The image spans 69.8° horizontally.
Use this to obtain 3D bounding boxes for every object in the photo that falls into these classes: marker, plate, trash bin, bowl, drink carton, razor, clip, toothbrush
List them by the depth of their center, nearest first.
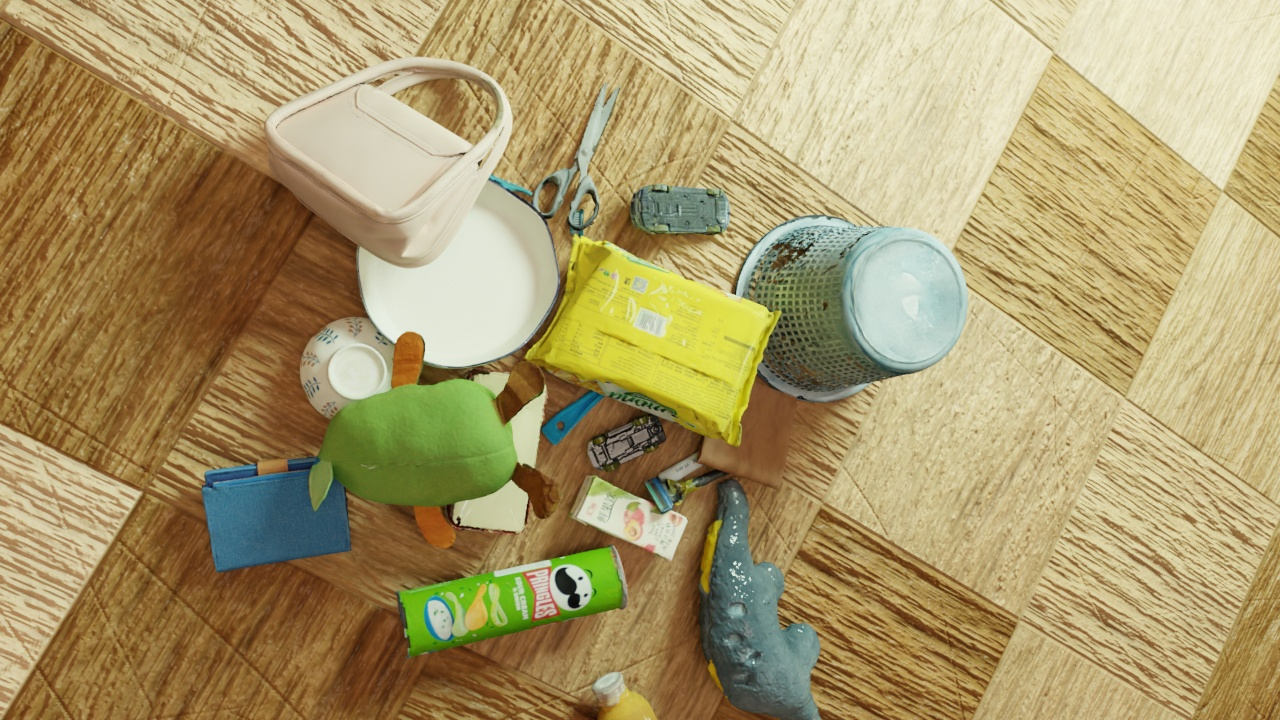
[{"bbox_3d":[-0.287,0.011,0.932,0.113,0.062,0.113,0,91,-18],"label":"bowl"},{"bbox_3d":[-0.188,-0.090,0.950,0.204,0.046,0.204,3,77,-14],"label":"plate"},{"bbox_3d":[-0.146,-0.185,0.996,0.056,0.014,0.041,27,83,-17],"label":"clip"},{"bbox_3d":[0.243,-0.062,1.019,0.226,0.195,0.226,0,90,-16],"label":"trash bin"},{"bbox_3d":[-0.072,-0.073,1.019,0.018,0.016,0.191,2,90,-7],"label":"toothbrush"},{"bbox_3d":[-0.015,0.175,1.023,0.122,0.046,0.053,27,78,-16],"label":"drink carton"},{"bbox_3d":[0.070,0.136,1.047,0.142,0.022,0.042,-18,64,-28],"label":"razor"},{"bbox_3d":[0.074,0.109,1.064,0.130,0.018,0.022,-28,73,-15],"label":"marker"}]

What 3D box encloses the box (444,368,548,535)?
[{"bbox_3d":[-0.149,0.095,0.965,0.091,0.079,0.168,9,89,-16],"label":"box"}]

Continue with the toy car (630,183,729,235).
[{"bbox_3d":[0.046,-0.170,1.042,0.120,0.037,0.054,-3,91,-27],"label":"toy car"}]

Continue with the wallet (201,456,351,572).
[{"bbox_3d":[-0.364,0.152,0.924,0.133,0.040,0.106,-7,101,-18],"label":"wallet"}]

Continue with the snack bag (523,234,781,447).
[{"bbox_3d":[0.018,-0.025,0.979,0.246,0.068,0.158,22,86,0],"label":"snack bag"}]

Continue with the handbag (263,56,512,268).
[{"bbox_3d":[-0.229,-0.221,0.915,0.193,0.093,0.233,33,64,14],"label":"handbag"}]

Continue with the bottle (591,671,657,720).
[{"bbox_3d":[0.000,0.437,1.020,0.068,0.068,0.189,-26,98,-15],"label":"bottle"}]

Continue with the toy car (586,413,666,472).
[{"bbox_3d":[-0.018,0.092,1.027,0.090,0.035,0.042,-24,96,-14],"label":"toy car"}]

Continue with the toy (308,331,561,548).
[{"bbox_3d":[-0.199,0.081,0.885,0.247,0.089,0.227,-4,103,9],"label":"toy"}]

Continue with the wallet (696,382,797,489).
[{"bbox_3d":[0.125,0.080,1.060,0.101,0.020,0.115,20,68,-8],"label":"wallet"}]

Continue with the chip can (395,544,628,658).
[{"bbox_3d":[-0.135,0.254,0.976,0.235,0.072,0.072,-9,93,-16],"label":"chip can"}]

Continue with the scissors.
[{"bbox_3d":[-0.069,-0.229,1.014,0.145,0.014,0.172,-16,83,-6],"label":"scissors"}]

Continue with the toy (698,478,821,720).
[{"bbox_3d":[0.134,0.320,1.055,0.137,0.092,0.356,-30,101,-42],"label":"toy"}]

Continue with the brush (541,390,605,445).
[{"bbox_3d":[-0.006,0.006,1.031,0.254,0.046,0.083,-39,105,-9],"label":"brush"}]
